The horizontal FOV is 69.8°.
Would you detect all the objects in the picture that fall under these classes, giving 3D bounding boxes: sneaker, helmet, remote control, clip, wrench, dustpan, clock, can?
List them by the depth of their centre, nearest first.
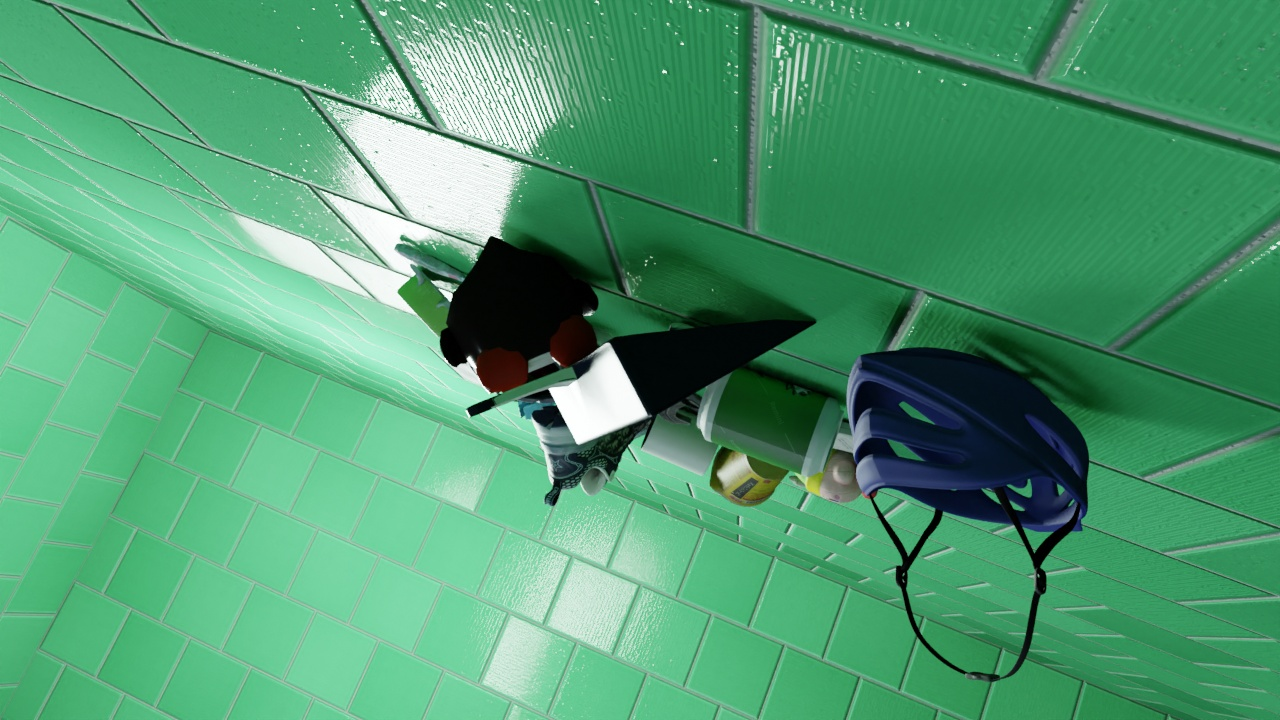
[{"bbox_3d":[0.236,0.110,0.685,0.241,0.227,0.148,27,157,-25],"label":"helmet"},{"bbox_3d":[-0.018,0.015,0.827,0.080,0.272,0.237,61,160,1],"label":"dustpan"},{"bbox_3d":[0.137,0.063,0.974,0.140,0.087,0.088,19,167,15],"label":"can"},{"bbox_3d":[0.204,0.080,1.084,0.151,0.019,0.074,12,163,38],"label":"remote control"},{"bbox_3d":[-0.163,0.014,1.137,0.295,0.127,0.121,4,125,43],"label":"sneaker"},{"bbox_3d":[-0.268,-0.071,1.170,0.094,0.042,0.119,48,173,5],"label":"clock"},{"bbox_3d":[-0.049,0.035,1.234,0.273,0.010,0.070,15,141,2],"label":"wrench"},{"bbox_3d":[-0.061,0.123,1.308,0.103,0.132,0.268,5,-173,26],"label":"sneaker"},{"bbox_3d":[-0.142,0.048,1.360,0.097,0.115,0.026,11,124,37],"label":"clip"}]

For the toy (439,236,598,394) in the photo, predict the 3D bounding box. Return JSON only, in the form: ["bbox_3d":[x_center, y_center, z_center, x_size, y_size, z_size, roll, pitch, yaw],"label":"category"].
[{"bbox_3d":[-0.137,-0.054,0.935,0.140,0.159,0.184,70,166,-9],"label":"toy"}]

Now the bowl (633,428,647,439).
[{"bbox_3d":[-0.042,0.107,1.529,0.137,0.057,0.137,21,167,5],"label":"bowl"}]

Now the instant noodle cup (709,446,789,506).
[{"bbox_3d":[0.163,0.143,1.273,0.100,0.100,0.113,24,157,-4],"label":"instant noodle cup"}]

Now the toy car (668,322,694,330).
[{"bbox_3d":[0.044,-0.021,0.928,0.038,0.027,0.090,17,169,-2],"label":"toy car"}]

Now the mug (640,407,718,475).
[{"bbox_3d":[0.061,0.108,1.342,0.097,0.079,0.111,23,-165,-1],"label":"mug"}]

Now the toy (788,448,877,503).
[{"bbox_3d":[0.233,0.131,1.153,0.131,0.096,0.124,0,167,15],"label":"toy"}]

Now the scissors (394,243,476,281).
[{"bbox_3d":[-0.209,-0.101,1.074,0.177,0.013,0.171,22,171,-6],"label":"scissors"}]

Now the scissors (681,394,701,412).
[{"bbox_3d":[0.119,0.064,1.088,0.201,0.015,0.206,35,158,-20],"label":"scissors"}]
